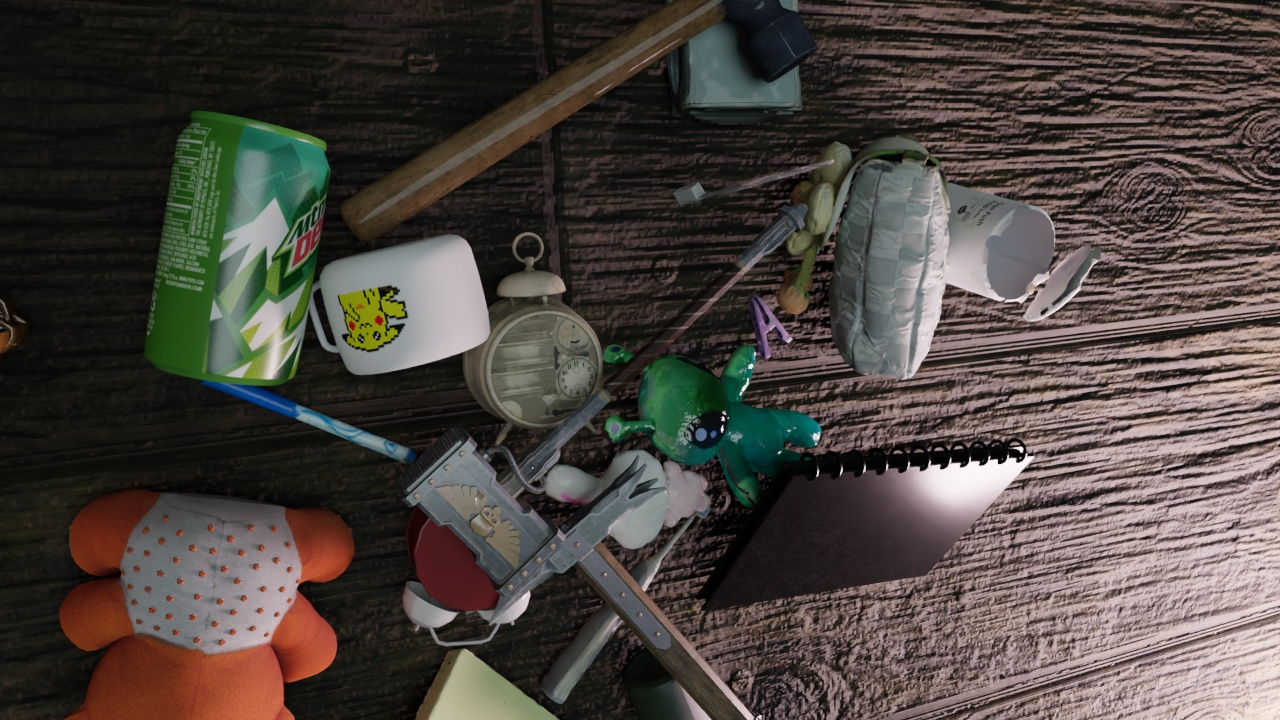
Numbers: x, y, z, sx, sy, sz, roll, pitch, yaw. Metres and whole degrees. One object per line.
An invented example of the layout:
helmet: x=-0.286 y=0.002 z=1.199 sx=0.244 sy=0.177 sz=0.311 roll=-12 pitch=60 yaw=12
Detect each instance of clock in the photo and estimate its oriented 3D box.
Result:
clock: x=-0.117 y=0.134 z=0.628 sx=0.087 sy=0.044 sz=0.124 roll=3 pitch=96 yaw=-23
clock: x=-0.070 y=-0.015 z=0.620 sx=0.092 sy=0.054 sz=0.141 roll=-7 pitch=103 yaw=-21

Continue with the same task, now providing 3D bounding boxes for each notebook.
notebook: x=0.173 y=0.123 z=0.696 sx=0.231 sy=0.019 sz=0.170 roll=0 pitch=135 yaw=-28

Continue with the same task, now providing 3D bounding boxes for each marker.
marker: x=-0.210 y=0.037 z=0.593 sx=0.141 sy=0.013 sz=0.013 roll=27 pitch=87 yaw=-23

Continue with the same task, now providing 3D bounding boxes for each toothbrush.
toothbrush: x=-0.009 y=0.176 z=0.691 sx=0.024 sy=0.022 sz=0.185 roll=38 pitch=81 yaw=14
toothbrush: x=0.066 y=-0.117 z=0.591 sx=0.010 sy=0.182 sz=0.010 roll=-40 pitch=107 yaw=-18

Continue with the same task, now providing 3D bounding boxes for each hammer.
hammer: x=-0.051 y=-0.173 z=0.591 sx=0.321 sy=0.040 sz=0.129 roll=-33 pitch=94 yaw=-4
hammer: x=-0.004 y=0.004 z=0.599 sx=0.321 sy=0.044 sz=0.098 roll=-43 pitch=110 yaw=-9
hammer: x=0.040 y=0.232 z=0.653 sx=0.147 sy=0.028 sz=0.317 roll=-40 pitch=105 yaw=-4

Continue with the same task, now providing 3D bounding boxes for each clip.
clip: x=0.095 y=-0.023 z=0.710 sx=0.050 sy=0.014 sz=0.045 roll=32 pitch=88 yaw=-26

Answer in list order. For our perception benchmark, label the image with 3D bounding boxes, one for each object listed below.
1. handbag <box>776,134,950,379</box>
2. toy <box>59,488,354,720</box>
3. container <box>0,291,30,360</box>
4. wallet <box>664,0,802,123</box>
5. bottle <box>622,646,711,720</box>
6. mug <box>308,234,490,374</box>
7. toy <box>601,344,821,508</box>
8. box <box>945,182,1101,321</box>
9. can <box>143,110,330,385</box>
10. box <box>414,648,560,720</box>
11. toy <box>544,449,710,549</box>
handbag: x=0.165 y=-0.075 z=0.679 sx=0.123 sy=0.112 sz=0.172 roll=3 pitch=109 yaw=10
toy: x=-0.265 y=0.168 z=0.554 sx=0.163 sy=0.093 sz=0.172 roll=12 pitch=80 yaw=-26
container: x=-0.458 y=-0.023 z=0.372 sx=0.219 sy=0.214 sz=0.251 roll=-44 pitch=111 yaw=-11
wallet: x=0.069 y=-0.238 z=0.649 sx=0.100 sy=0.054 sz=0.131 roll=-7 pitch=95 yaw=-22
bottle: x=0.041 y=0.303 z=0.712 sx=0.055 sy=0.055 sz=0.174 roll=-27 pitch=108 yaw=-17
mug: x=-0.154 y=-0.035 z=0.568 sx=0.116 sy=0.094 sz=0.068 roll=-9 pitch=102 yaw=17
toy: x=0.057 y=0.048 z=0.677 sx=0.193 sy=0.073 sz=0.130 roll=22 pitch=51 yaw=-26
box: x=0.276 y=-0.082 z=0.698 sx=0.081 sy=0.160 sz=0.091 roll=-41 pitch=121 yaw=-6
can: x=-0.231 y=-0.063 z=0.531 sx=0.083 sy=0.083 sz=0.144 roll=9 pitch=94 yaw=-23
box: x=-0.100 y=0.306 z=0.656 sx=0.133 sy=0.061 sz=0.188 roll=-46 pitch=112 yaw=-8
toy: x=-0.009 y=0.102 z=0.671 sx=0.125 sy=0.037 sz=0.076 roll=-9 pitch=97 yaw=-23
